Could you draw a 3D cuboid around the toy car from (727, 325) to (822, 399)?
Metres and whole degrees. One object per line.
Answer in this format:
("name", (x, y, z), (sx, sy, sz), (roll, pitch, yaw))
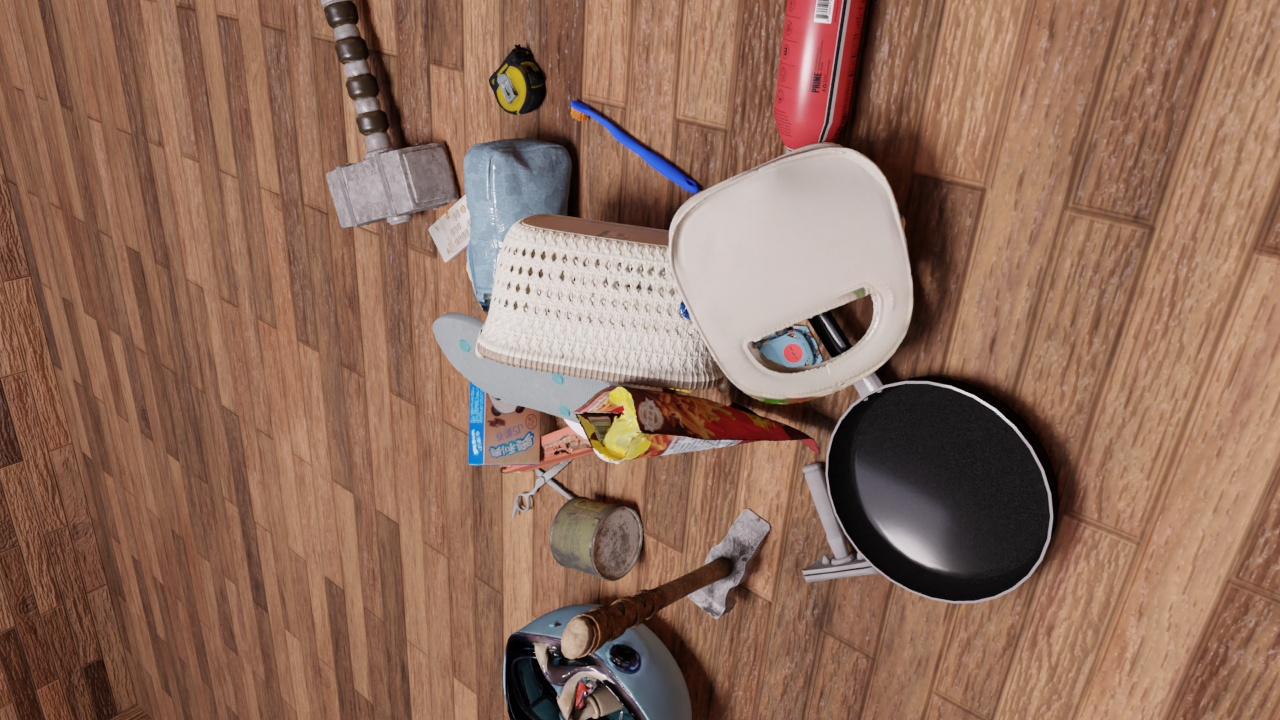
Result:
("toy car", (0.125, 0.003, 0.906), (0.108, 0.027, 0.060), (-25, 91, 45))

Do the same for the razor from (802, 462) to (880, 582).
("razor", (0.189, 0.158, 0.912), (0.088, 0.047, 0.116), (-22, 85, 45))

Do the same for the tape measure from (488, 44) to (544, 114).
("tape measure", (-0.135, -0.300, 1.004), (0.062, 0.034, 0.061), (-36, 85, 45))

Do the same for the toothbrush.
("toothbrush", (-0.009, -0.218, 0.939), (0.182, 0.016, 0.018), (40, 135, 22))

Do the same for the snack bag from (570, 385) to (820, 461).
("snack bag", (0.052, 0.063, 0.855), (0.139, 0.207, 0.066), (15, 97, 55))

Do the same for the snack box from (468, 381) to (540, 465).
("snack box", (-0.163, 0.051, 1.111), (0.034, 0.087, 0.151), (-4, 83, 43))

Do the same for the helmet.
("helmet", (-0.038, 0.410, 1.131), (0.266, 0.166, 0.226), (33, 129, 29))

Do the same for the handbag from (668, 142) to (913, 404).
("handbag", (0.129, -0.068, 0.759), (0.201, 0.093, 0.199), (-20, 104, 5))

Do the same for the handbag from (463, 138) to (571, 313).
("handbag", (-0.143, -0.150, 1.020), (0.119, 0.121, 0.192), (21, 122, 46))

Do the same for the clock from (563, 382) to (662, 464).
("clock", (-0.042, 0.032, 1.031), (0.126, 0.072, 0.161), (-36, 81, 39))

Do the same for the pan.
("pan", (0.225, 0.048, 0.823), (0.205, 0.044, 0.355), (-39, 78, 43))

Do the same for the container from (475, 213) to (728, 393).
("container", (-0.028, -0.055, 0.885), (0.246, 0.184, 0.143), (8, 105, 2))

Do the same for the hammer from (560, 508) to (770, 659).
("hammer", (0.028, 0.226, 0.893), (0.049, 0.318, 0.122), (34, 109, 27))

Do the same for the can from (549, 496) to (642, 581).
("can", (-0.054, 0.215, 1.116), (0.075, 0.089, 0.090), (6, 112, 41))

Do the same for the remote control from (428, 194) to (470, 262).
("remote control", (-0.221, -0.173, 1.153), (0.136, 0.011, 0.050), (-28, 89, 45))

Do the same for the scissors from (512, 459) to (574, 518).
("scissors", (-0.136, 0.163, 1.220), (0.141, 0.014, 0.175), (50, 131, 18))

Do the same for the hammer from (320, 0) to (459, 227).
("hammer", (-0.345, -0.332, 1.146), (0.177, 0.079, 0.326), (-2, 106, 42))

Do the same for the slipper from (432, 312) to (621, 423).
("slipper", (-0.115, 0.010, 1.015), (0.269, 0.054, 0.098), (22, 132, 27))

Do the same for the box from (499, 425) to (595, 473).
("box", (-0.113, 0.115, 1.150), (0.187, 0.059, 0.056), (-21, 117, 42))

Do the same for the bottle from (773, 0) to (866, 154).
("bottle", (0.145, -0.236, 0.760), (0.062, 0.062, 0.177), (23, 122, 33))

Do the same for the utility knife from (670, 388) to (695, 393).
("utility knife", (-0.006, 0.006, 0.964), (0.151, 0.017, 0.030), (13, 110, 19))
